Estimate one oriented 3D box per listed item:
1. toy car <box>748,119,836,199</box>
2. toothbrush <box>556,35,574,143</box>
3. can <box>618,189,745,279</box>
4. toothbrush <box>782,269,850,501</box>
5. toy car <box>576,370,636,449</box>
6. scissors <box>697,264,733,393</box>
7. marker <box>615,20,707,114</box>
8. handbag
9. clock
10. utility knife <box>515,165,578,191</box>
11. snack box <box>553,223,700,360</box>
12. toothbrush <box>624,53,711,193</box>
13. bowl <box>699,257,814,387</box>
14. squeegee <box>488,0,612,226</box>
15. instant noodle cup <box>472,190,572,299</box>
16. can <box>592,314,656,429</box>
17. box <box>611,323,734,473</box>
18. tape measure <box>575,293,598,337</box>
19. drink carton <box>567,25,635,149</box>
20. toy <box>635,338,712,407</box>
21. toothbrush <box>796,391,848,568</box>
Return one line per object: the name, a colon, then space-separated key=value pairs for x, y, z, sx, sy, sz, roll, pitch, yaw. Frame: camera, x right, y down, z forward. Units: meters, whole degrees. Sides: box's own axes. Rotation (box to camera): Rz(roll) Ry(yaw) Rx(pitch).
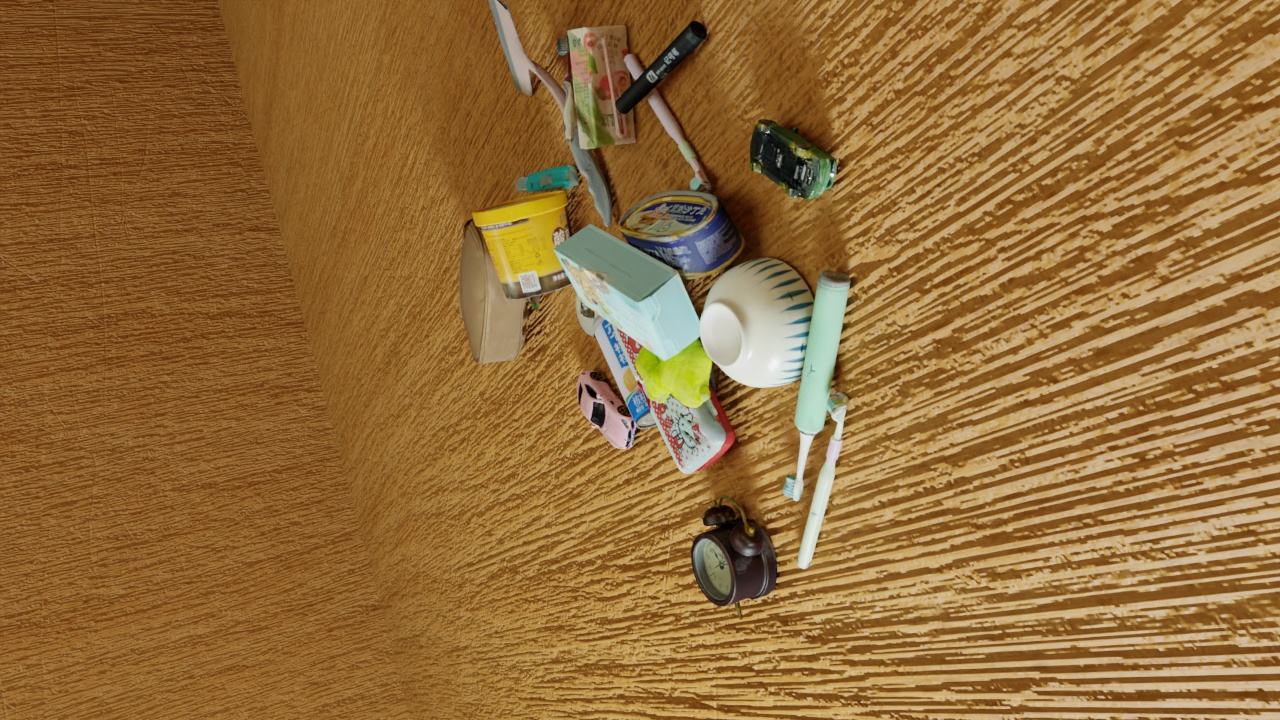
toy car: x=0.122 y=-0.165 z=0.750 sx=0.091 sy=0.036 sz=0.043 roll=46 pitch=139 yaw=42
toothbrush: x=-0.082 y=-0.299 z=1.003 sx=0.016 sy=0.017 sz=0.187 roll=83 pitch=-178 yaw=-52
can: x=0.035 y=-0.120 z=0.867 sx=0.049 sy=0.074 sz=0.148 roll=55 pitch=164 yaw=-27
toothbrush: x=0.149 y=0.029 z=0.790 sx=0.027 sy=0.026 sz=0.225 roll=22 pitch=123 yaw=31
toy car: x=-0.046 y=0.061 z=1.137 sx=0.122 sy=0.037 sz=0.056 roll=48 pitch=141 yaw=40
scissors: x=0.066 y=-0.018 z=0.931 sx=0.178 sy=0.014 sz=0.159 roll=11 pitch=110 yaw=57
marker: x=0.018 y=-0.281 z=0.885 sx=0.132 sy=0.020 sz=0.022 roll=-30 pitch=39 yaw=51
handbag: x=-0.202 y=-0.100 z=1.291 sx=0.147 sy=0.099 sz=0.205 roll=-121 pitch=33 yaw=-43
clock: x=0.093 y=0.193 z=0.923 sx=0.082 sy=0.055 sz=0.122 roll=30 pitch=125 yaw=53
utility knife: x=-0.124 y=-0.230 z=1.179 sx=0.187 sy=0.013 sz=0.029 roll=10 pitch=100 yaw=59
snack box: x=-0.014 y=-0.070 z=0.891 sx=0.175 sy=0.051 sz=0.074 roll=37 pitch=158 yaw=51
toothbrush: x=0.023 y=-0.238 z=0.911 sx=0.029 sy=0.021 sz=0.189 roll=88 pitch=159 yaw=-62
bowl: x=0.095 y=-0.029 z=0.814 sx=0.116 sy=0.066 sz=0.116 roll=27 pitch=124 yaw=50
squeegee: x=-0.085 y=-0.267 z=1.054 sx=0.249 sy=0.040 sz=0.248 roll=61 pitch=176 yaw=5
instant noodle cup: x=-0.137 y=-0.143 z=1.142 sx=0.119 sy=0.118 sz=0.114 roll=11 pitch=118 yaw=59
can: x=-0.006 y=0.006 z=1.026 sx=0.134 sy=0.053 sz=0.053 roll=65 pitch=149 yaw=21
box: x=0.029 y=0.015 z=0.946 sx=0.087 sy=0.046 sz=0.201 roll=-53 pitch=55 yaw=48
tape measure: x=-0.050 y=-0.062 z=1.097 sx=0.066 sy=0.033 sz=0.066 roll=24 pitch=120 yaw=55
drink carton: x=-0.039 y=-0.287 z=0.968 sx=0.045 sy=0.053 sz=0.122 roll=18 pitch=117 yaw=57
toy: x=0.031 y=0.006 z=0.889 sx=0.100 sy=0.031 sz=0.096 roll=-41 pitch=65 yaw=47
toothbrush: x=0.159 y=0.113 z=0.814 sx=0.020 sy=0.029 sz=0.190 roll=13 pitch=122 yaw=14
